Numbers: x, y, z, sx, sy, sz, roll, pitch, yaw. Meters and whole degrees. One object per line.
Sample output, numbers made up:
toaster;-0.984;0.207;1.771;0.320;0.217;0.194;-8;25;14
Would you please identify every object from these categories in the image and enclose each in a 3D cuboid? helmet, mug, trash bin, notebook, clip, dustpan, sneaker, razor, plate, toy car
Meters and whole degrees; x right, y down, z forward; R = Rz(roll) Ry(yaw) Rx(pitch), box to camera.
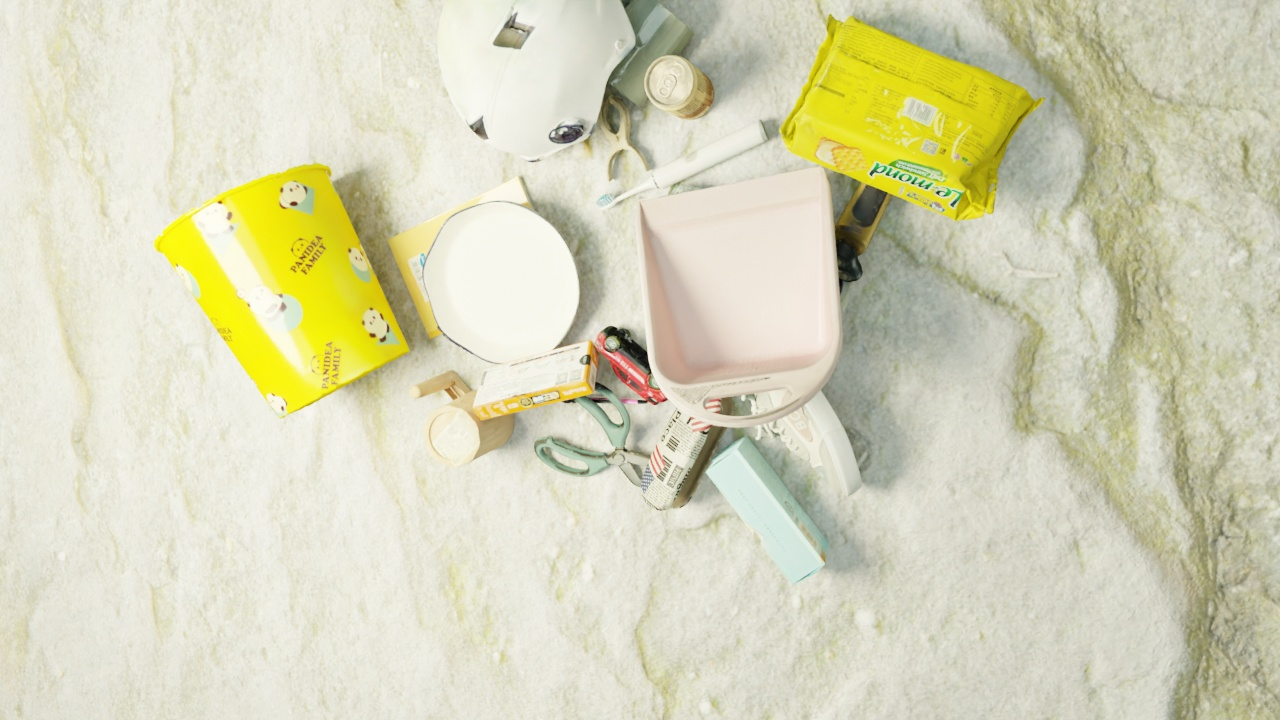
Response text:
helmet;-0.143;-0.350;1.022;0.259;0.145;0.229;-42;62;39
mug;-0.012;-0.372;1.067;0.103;0.083;0.124;-50;59;15
mug;-0.233;0.070;1.178;0.084;0.103;0.124;-41;87;17
trash bin;-0.435;-0.080;1.156;0.230;0.229;0.255;-26;96;17
notebook;-0.217;-0.131;1.191;0.207;0.010;0.146;-22;92;18
clip;-0.021;-0.271;1.104;0.066;0.034;0.099;-14;99;16
dustpan;0.107;-0.073;0.974;0.223;0.138;0.273;-11;91;14
sneaker;0.169;0.059;1.069;0.091;0.089;0.242;-29;86;2
razor;0.254;-0.171;1.030;0.062;0.067;0.167;28;98;9
plate;-0.170;-0.099;1.151;0.205;0.045;0.205;4;109;12
toy car;-0.007;0.007;1.131;0.120;0.052;0.045;43;111;4

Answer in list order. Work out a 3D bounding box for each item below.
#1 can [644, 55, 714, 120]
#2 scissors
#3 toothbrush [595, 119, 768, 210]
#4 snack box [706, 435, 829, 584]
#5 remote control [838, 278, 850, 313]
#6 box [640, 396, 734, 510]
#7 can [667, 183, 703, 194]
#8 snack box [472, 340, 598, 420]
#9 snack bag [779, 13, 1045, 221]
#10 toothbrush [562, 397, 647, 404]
can;0.045;-0.306;1.035;0.058;0.116;0.058;2;99;15
scissors;-0.056;0.091;1.152;0.170;0.019;0.181;9;122;14
toothbrush;0.046;-0.228;1.094;0.221;0.026;0.026;-22;134;18
snack box;0.154;0.178;1.102;0.052;0.074;0.175;-38;87;17
remote control;0.167;-0.085;1.067;0.150;0.058;0.021;7;132;14
box;0.054;0.106;1.105;0.076;0.087;0.163;28;97;2
can;0.102;-0.163;1.072;0.147;0.058;0.058;17;102;12
snack box;-0.128;0.024;1.124;0.154;0.075;0.026;-14;128;16
snack bag;0.282;-0.261;0.977;0.246;0.068;0.158;25;81;10
toothbrush;-0.075;0.052;1.160;0.189;0.014;0.018;1;110;28
